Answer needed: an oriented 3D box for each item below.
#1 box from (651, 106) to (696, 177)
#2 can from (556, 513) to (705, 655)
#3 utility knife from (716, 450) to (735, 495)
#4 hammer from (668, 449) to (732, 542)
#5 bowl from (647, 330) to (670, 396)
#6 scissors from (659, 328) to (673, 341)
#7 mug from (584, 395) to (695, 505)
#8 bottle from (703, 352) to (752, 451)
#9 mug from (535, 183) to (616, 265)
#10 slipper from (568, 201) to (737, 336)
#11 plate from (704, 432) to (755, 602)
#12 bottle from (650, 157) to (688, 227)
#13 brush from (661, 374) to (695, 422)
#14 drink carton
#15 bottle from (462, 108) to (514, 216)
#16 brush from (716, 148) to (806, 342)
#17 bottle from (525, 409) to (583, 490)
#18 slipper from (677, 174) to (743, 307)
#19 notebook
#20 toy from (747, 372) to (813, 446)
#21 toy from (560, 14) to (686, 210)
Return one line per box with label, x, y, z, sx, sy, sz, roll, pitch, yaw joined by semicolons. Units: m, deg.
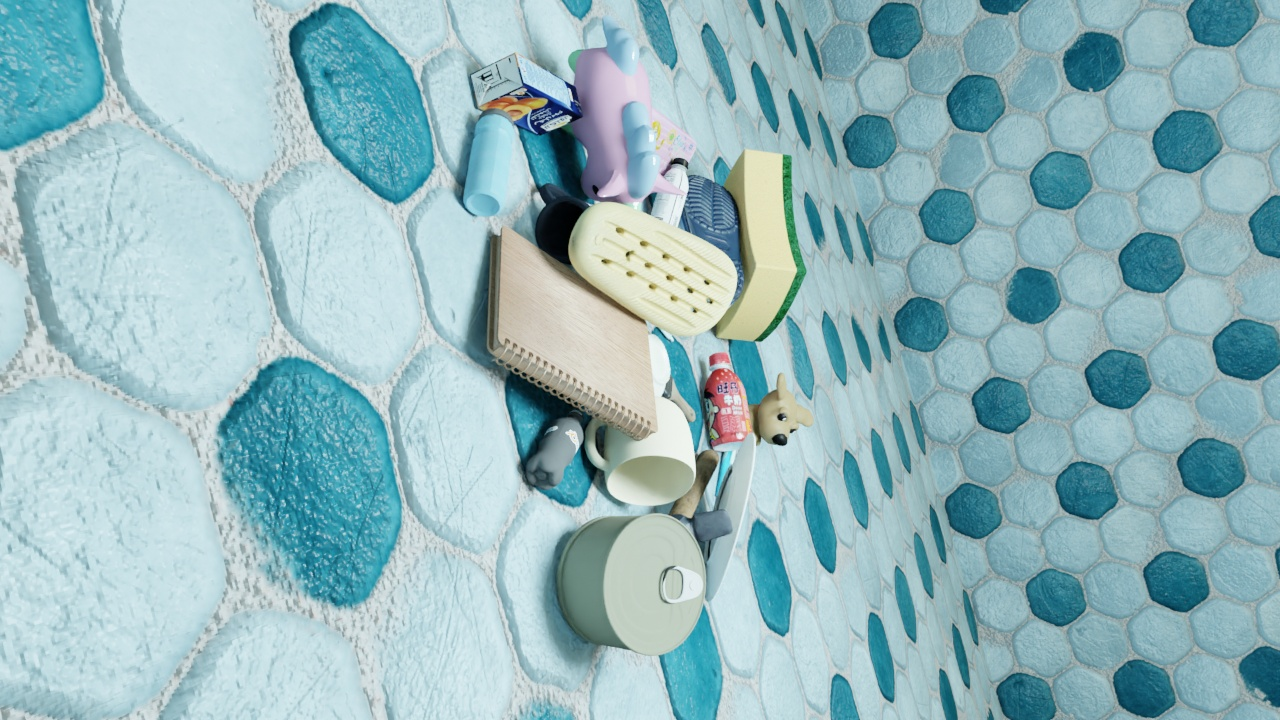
box;-0.019;-0.320;1.280;0.086;0.106;0.230;-62;154;9
can;-0.008;0.210;0.870;0.127;0.073;0.127;8;78;-41
utility knife;0.118;0.162;1.296;0.022;0.015;0.124;57;32;-26
hammer;0.061;0.157;1.088;0.321;0.129;0.040;-38;112;-75
bowl;-0.006;0.006;1.065;0.113;0.063;0.113;42;40;-48
scissors;0.007;-0.088;1.211;0.179;0.016;0.105;33;47;-55
mug;-0.003;0.089;0.997;0.120;0.096;0.099;11;45;-17
bottle;0.121;0.057;1.309;0.062;0.062;0.137;26;51;-59
mug;-0.075;-0.153;1.019;0.105;0.071;0.077;57;21;15
slipper;0.004;-0.103;1.018;0.261;0.079;0.111;22;92;-48
plate;0.101;0.186;1.109;0.208;0.015;0.208;77;29;-90
bottle;0.043;-0.231;1.295;0.041;0.041;0.116;34;68;-55
brush;0.036;0.035;1.199;0.151;0.012;0.038;52;32;-39
drink carton;-0.120;-0.287;0.998;0.130;0.064;0.040;2;74;-65
bottle;-0.149;-0.203;0.915;0.040;0.040;0.129;46;37;-46
brush;0.173;-0.174;1.410;0.195;0.075;0.249;114;-21;-58
bottle;-0.079;0.082;0.895;0.036;0.036;0.109;64;26;-21
slipper;0.086;-0.168;1.340;0.105;0.095;0.252;16;47;-23
notebook;-0.065;-0.022;0.921;0.210;0.022;0.168;32;37;-36
toy;0.188;0.085;1.375;0.134;0.108;0.105;48;33;-44
toy;-0.025;-0.280;1.072;0.120;0.171;0.222;-8;119;-32
